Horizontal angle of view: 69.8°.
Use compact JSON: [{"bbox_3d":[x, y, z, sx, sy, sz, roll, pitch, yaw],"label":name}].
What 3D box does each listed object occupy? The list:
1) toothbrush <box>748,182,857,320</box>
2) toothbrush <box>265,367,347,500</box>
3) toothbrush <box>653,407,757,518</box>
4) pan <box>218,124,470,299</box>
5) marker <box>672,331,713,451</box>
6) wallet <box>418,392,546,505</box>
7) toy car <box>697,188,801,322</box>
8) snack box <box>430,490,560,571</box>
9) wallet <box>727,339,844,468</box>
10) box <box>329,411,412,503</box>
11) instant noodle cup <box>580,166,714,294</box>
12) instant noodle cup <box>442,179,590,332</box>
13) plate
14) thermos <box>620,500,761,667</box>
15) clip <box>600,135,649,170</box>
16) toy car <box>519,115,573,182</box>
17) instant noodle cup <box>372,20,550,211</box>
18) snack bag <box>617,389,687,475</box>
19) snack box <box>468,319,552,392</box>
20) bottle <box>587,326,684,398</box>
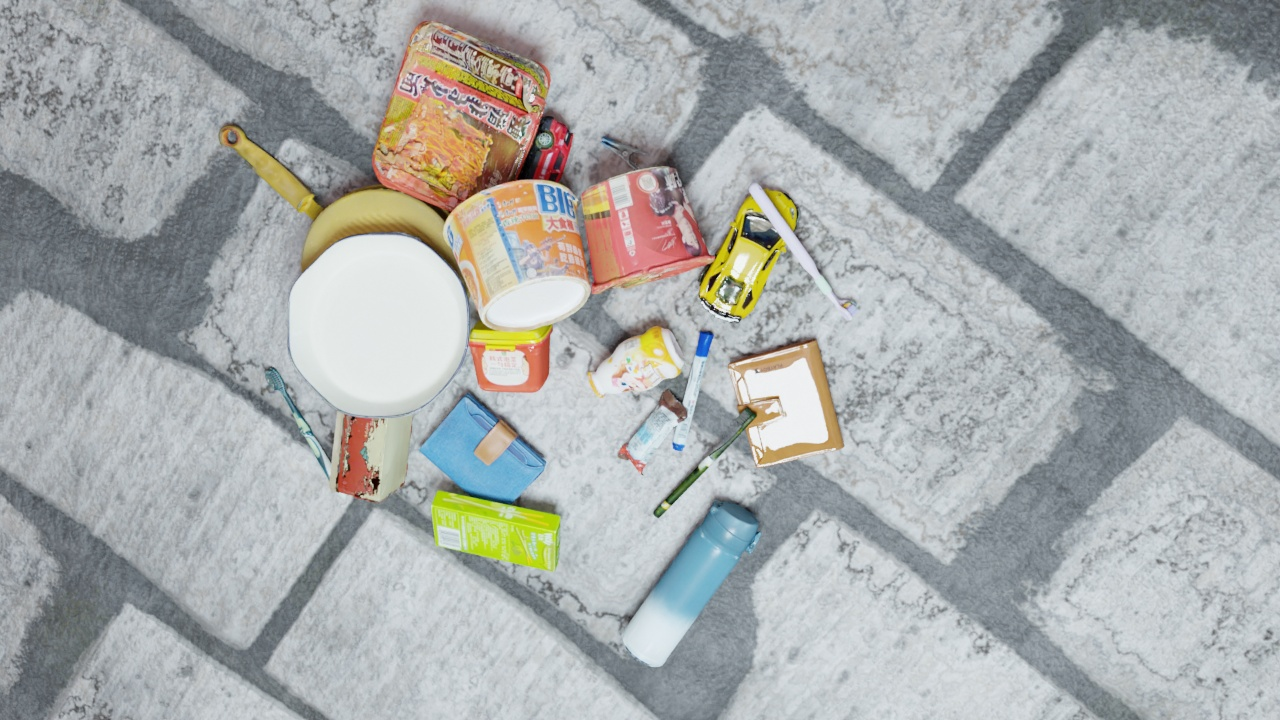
[{"bbox_3d":[0.177,-0.119,0.998,0.021,0.029,0.189,-31,110,29],"label":"toothbrush"},{"bbox_3d":[-0.421,0.094,1.155,0.016,0.018,0.191,-26,97,12],"label":"toothbrush"},{"bbox_3d":[0.072,0.122,1.079,0.017,0.012,0.186,45,114,9],"label":"toothbrush"},{"bbox_3d":[-0.359,-0.158,1.080,0.357,0.078,0.198,38,101,-8],"label":"pan"},{"bbox_3d":[0.060,0.037,1.075,0.017,0.016,0.146,14,103,5],"label":"marker"},{"bbox_3d":[-0.191,0.117,1.119,0.133,0.040,0.106,42,108,-3],"label":"wallet"},{"bbox_3d":[0.119,-0.118,1.022,0.071,0.041,0.156,28,102,0],"label":"toy car"},{"bbox_3d":[-0.176,0.209,1.121,0.156,0.026,0.086,11,134,6],"label":"snack box"},{"bbox_3d":[0.167,0.051,1.057,0.108,0.031,0.132,-14,98,10],"label":"wallet"},{"bbox_3d":[-0.310,0.080,1.098,0.079,0.091,0.168,12,103,9],"label":"box"},{"bbox_3d":[0.002,-0.142,0.990,0.138,0.137,0.108,-15,91,11],"label":"instant noodle cup"},{"bbox_3d":[-0.125,-0.106,0.987,0.151,0.151,0.111,-22,71,12],"label":"instant noodle cup"},{"bbox_3d":[-0.286,-0.038,1.020,0.205,0.045,0.205,0,86,1],"label":"plate"},{"bbox_3d":[0.061,0.266,1.098,0.070,0.070,0.221,34,104,0],"label":"thermos"},{"bbox_3d":[-0.020,-0.233,1.028,0.057,0.024,0.028,29,108,-5],"label":"clip"},{"bbox_3d":[-0.112,-0.212,1.028,0.045,0.053,0.120,21,100,-20],"label":"toy car"},{"bbox_3d":[-0.193,-0.259,1.016,0.164,0.079,0.189,24,103,3],"label":"instant noodle cup"},{"bbox_3d":[0.014,0.087,1.085,0.105,0.026,0.045,-53,55,16],"label":"snack bag"},{"bbox_3d":[-0.150,-0.007,1.065,0.091,0.081,0.080,2,112,8],"label":"snack box"},{"bbox_3d":[-0.006,0.006,1.054,0.108,0.063,0.063,-25,97,13],"label":"bottle"}]
